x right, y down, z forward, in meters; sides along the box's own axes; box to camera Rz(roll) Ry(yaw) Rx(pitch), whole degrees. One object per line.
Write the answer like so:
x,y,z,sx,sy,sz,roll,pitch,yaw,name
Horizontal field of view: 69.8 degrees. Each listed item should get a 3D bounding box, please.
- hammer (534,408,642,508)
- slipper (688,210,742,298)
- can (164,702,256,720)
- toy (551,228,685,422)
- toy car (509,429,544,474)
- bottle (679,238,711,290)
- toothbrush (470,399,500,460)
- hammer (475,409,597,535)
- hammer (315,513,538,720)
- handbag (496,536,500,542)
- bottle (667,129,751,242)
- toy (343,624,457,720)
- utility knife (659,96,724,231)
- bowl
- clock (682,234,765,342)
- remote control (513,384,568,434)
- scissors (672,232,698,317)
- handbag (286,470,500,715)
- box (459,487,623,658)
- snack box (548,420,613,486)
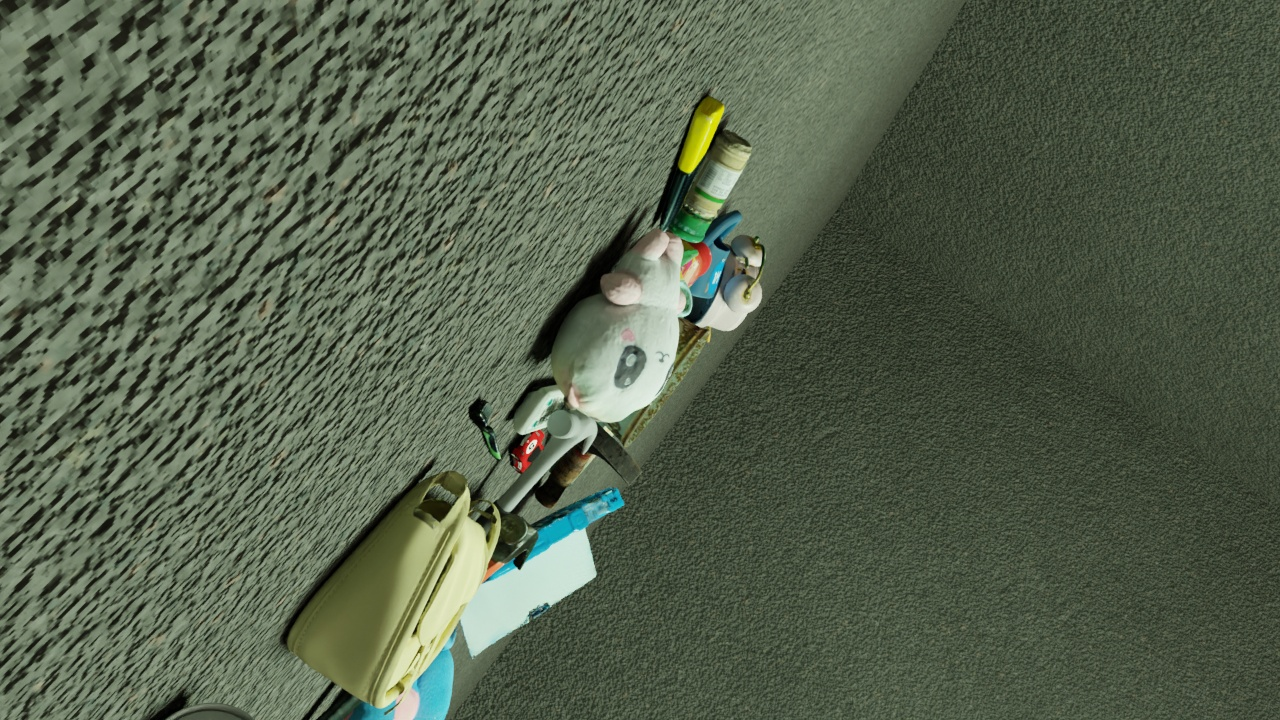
-0.088,0.145,1.161,0.033,0.120,0.331,-43,175,-26,hammer
0.060,-0.094,1.130,0.214,0.059,0.103,-54,171,11,slipper
-0.287,0.287,0.580,0.146,0.080,0.080,-59,171,31,can
-0.011,-0.032,0.820,0.138,0.101,0.180,12,106,-58,toy
-0.120,0.100,0.998,0.038,0.025,0.090,-52,172,-20,toy car
0.034,-0.095,0.991,0.133,0.048,0.072,-44,166,-55,bottle
-0.133,0.065,0.812,0.017,0.014,0.188,-60,175,-17,toothbrush
-0.156,0.168,0.958,0.311,0.029,0.125,-48,168,6,hammer
-0.234,0.286,0.943,0.332,0.033,0.133,-43,168,-10,hammer
-0.205,0.275,1.272,0.083,0.027,0.178,-51,174,-27,handbag
0.067,-0.170,0.896,0.110,0.042,0.042,-59,171,27,bottle
-0.283,0.387,1.070,0.224,0.099,0.191,-62,161,3,toy
0.039,-0.166,0.819,0.028,0.020,0.174,-49,170,-32,utility knife
-0.006,0.006,1.021,0.159,0.094,0.160,-53,173,-10,bowl
0.115,-0.102,1.207,0.158,0.058,0.116,-41,-143,55,clock
-0.095,0.044,0.918,0.050,0.022,0.133,-55,173,7,remote control
0.038,-0.092,0.917,0.012,0.112,0.130,-21,-177,31,scissors
-0.186,0.193,0.780,0.190,0.088,0.233,-56,173,-13,handbag
-0.120,0.262,1.158,0.114,0.113,0.242,-28,176,41,box
-0.043,0.070,1.276,0.193,0.044,0.142,-49,172,-42,snack box
